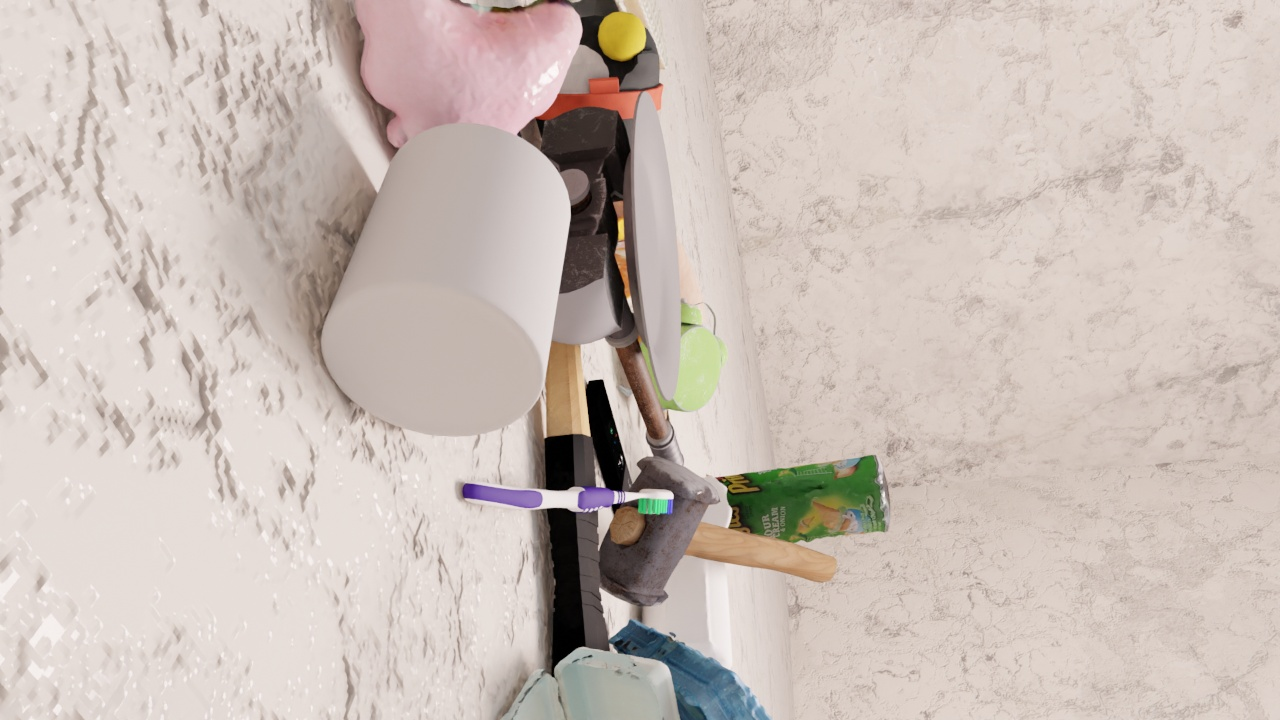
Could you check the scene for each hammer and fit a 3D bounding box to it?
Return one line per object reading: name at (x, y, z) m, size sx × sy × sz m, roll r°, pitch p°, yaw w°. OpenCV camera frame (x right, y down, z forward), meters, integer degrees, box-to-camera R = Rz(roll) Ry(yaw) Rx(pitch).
hammer at (0.082, 0.150, 0.731) m, size 0.328 × 0.052 × 0.098 m, roll 23°, pitch 96°, yaw -51°
hammer at (-0.004, 0.002, 0.603) m, size 0.323 × 0.043 × 0.155 m, roll 70°, pitch 18°, yaw -52°
hammer at (-0.046, 0.032, 0.568) m, size 0.131 × 0.039 × 0.328 m, roll 38°, pitch 47°, yaw -74°

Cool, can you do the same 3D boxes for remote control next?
remote control at (-0.020, 0.084, 0.728) m, size 0.034 × 0.013 × 0.150 m, roll -82°, pitch 162°, yaw -55°

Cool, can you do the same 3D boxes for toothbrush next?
toothbrush at (-0.032, 0.077, 0.508) m, size 0.186 × 0.015 × 0.016 m, roll 14°, pitch 78°, yaw -56°

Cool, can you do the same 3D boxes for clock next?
clock at (0.039, 0.000, 0.843) m, size 0.094 × 0.043 × 0.119 m, roll 49°, pitch 61°, yaw -43°

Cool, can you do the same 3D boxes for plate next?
plate at (0.006, -0.065, 0.539) m, size 0.178 × 0.012 × 0.178 m, roll -3°, pitch 89°, yaw -81°

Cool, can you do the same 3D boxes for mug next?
mug at (-0.075, -0.021, 0.367) m, size 0.096 × 0.078 × 0.112 m, roll -87°, pitch -167°, yaw -44°

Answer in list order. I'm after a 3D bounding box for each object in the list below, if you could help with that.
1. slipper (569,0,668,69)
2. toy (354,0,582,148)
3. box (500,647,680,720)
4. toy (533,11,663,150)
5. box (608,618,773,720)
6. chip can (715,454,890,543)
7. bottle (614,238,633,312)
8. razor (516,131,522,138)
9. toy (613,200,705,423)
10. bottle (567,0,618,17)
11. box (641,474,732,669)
slipper at (-0.037, -0.306, 0.668) m, size 0.263 × 0.052 × 0.115 m, roll 47°, pitch 34°, yaw -61°
toy at (-0.076, -0.120, 0.404) m, size 0.050 × 0.102 × 0.093 m, roll 49°, pitch -46°, yaw 42°
box at (-0.026, 0.260, 0.475) m, size 0.096 × 0.086 × 0.199 m, roll -22°, pitch 105°, yaw -50°
toy at (-0.031, -0.174, 0.626) m, size 0.099 × 0.097 × 0.119 m, roll -58°, pitch 148°, yaw -64°
box at (0.043, 0.251, 0.564) m, size 0.232 × 0.066 × 0.173 m, roll 150°, pitch -72°, yaw -74°
chip can at (0.117, 0.138, 0.851) m, size 0.075 × 0.223 × 0.075 m, roll -9°, pitch 89°, yaw -78°
bottle at (-0.010, -0.067, 0.743) m, size 0.108 × 0.063 × 0.063 m, roll -33°, pitch 115°, yaw -80°
razor at (-0.079, -0.131, 0.487) m, size 0.052 × 0.047 × 0.142 m, roll 37°, pitch 39°, yaw -41°
toy at (0.006, -0.081, 0.858) m, size 0.264 × 0.065 × 0.195 m, roll 64°, pitch 30°, yaw -45°
bottle at (-0.042, -0.256, 0.750) m, size 0.160 × 0.046 × 0.072 m, roll -85°, pitch 164°, yaw -48°
box at (0.041, 0.186, 0.787) m, size 0.119 × 0.084 × 0.159 m, roll 83°, pitch 6°, yaw -46°
